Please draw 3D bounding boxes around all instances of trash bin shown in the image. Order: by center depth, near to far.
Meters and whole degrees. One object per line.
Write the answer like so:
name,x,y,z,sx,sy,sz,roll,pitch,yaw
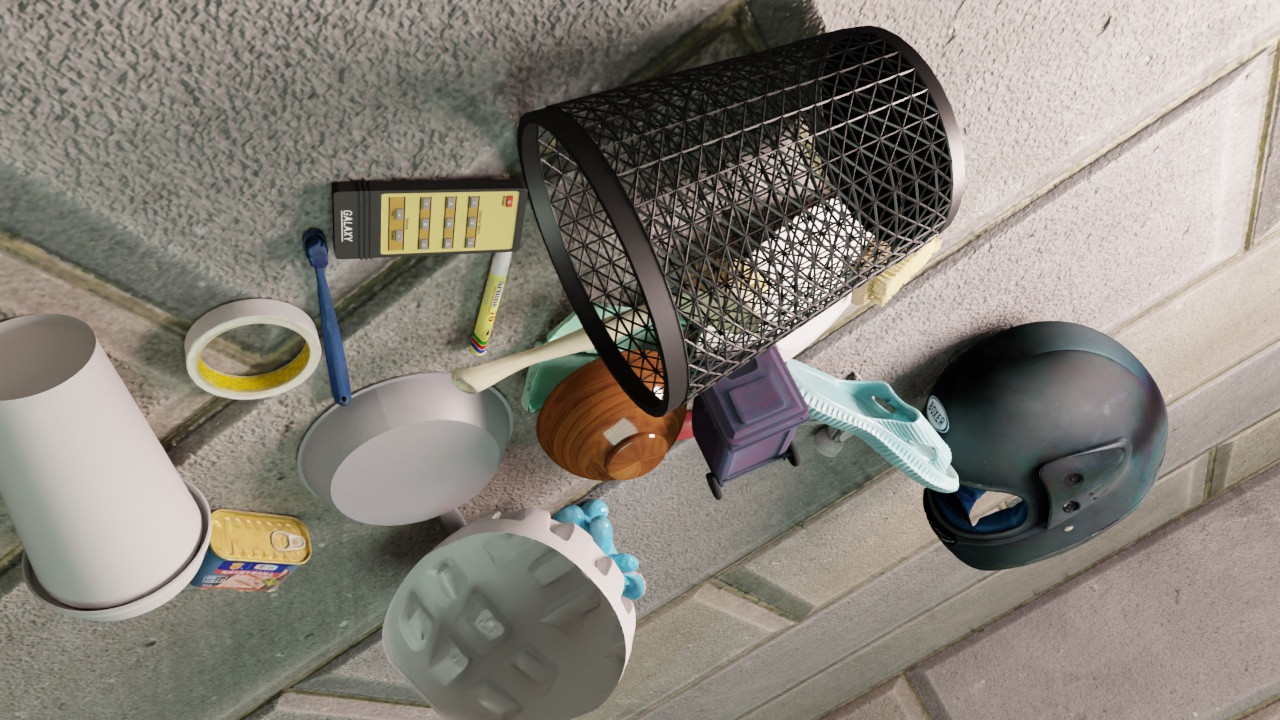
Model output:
trash bin,0.072,-0.111,0.639,0.243,0.217,0.217,-26,147,-13
trash bin,0.101,0.059,0.879,0.093,0.092,0.161,-22,160,-8

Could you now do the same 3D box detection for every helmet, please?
helmet,-0.123,0.257,0.933,0.283,0.224,0.183,-46,-174,48
helmet,0.464,0.089,1.123,0.317,0.248,0.236,-36,117,17

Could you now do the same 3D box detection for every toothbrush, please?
toothbrush,-0.238,-0.025,0.703,0.016,0.017,0.190,-12,143,-19

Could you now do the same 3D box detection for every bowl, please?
bowl,-0.015,0.067,0.840,0.147,0.068,0.147,-18,140,-15

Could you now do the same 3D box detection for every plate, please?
plate,0.153,-0.053,0.867,0.229,0.030,0.230,-29,149,-19

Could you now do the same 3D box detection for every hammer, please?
hammer,0.142,0.067,1.066,0.315,0.036,0.126,-1,136,-32

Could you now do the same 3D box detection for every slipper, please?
slipper,0.260,0.058,1.017,0.276,0.116,0.070,28,107,-24

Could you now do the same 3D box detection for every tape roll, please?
tape roll,-0.290,-0.007,0.690,0.094,0.019,0.094,-17,145,-13

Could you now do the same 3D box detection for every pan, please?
pan,-0.205,0.135,0.920,0.200,0.050,0.357,-21,143,-8

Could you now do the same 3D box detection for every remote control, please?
remote control,-0.149,-0.101,0.651,0.133,0.013,0.058,-6,136,-21

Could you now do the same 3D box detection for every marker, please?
marker,-0.120,-0.053,0.745,0.014,0.014,0.133,-6,141,-28

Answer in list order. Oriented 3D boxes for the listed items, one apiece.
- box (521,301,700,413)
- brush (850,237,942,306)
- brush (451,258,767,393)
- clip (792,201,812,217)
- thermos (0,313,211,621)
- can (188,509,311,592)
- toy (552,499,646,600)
box,-0.010,-0.001,0.859,0.186,0.057,0.138,7,122,-39
brush,0.247,-0.098,0.878,0.117,0.039,0.049,-40,151,-21
brush,-0.025,-0.022,0.755,0.272,0.077,0.062,-16,134,2
clip,0.142,-0.117,0.829,0.044,0.023,0.060,-32,151,5
thermos,-0.396,0.077,0.652,0.131,0.131,0.222,-13,136,-19
can,-0.368,0.180,0.857,0.099,0.054,0.059,18,127,-46
toy,-0.072,0.212,1.059,0.183,0.114,0.181,19,136,4
